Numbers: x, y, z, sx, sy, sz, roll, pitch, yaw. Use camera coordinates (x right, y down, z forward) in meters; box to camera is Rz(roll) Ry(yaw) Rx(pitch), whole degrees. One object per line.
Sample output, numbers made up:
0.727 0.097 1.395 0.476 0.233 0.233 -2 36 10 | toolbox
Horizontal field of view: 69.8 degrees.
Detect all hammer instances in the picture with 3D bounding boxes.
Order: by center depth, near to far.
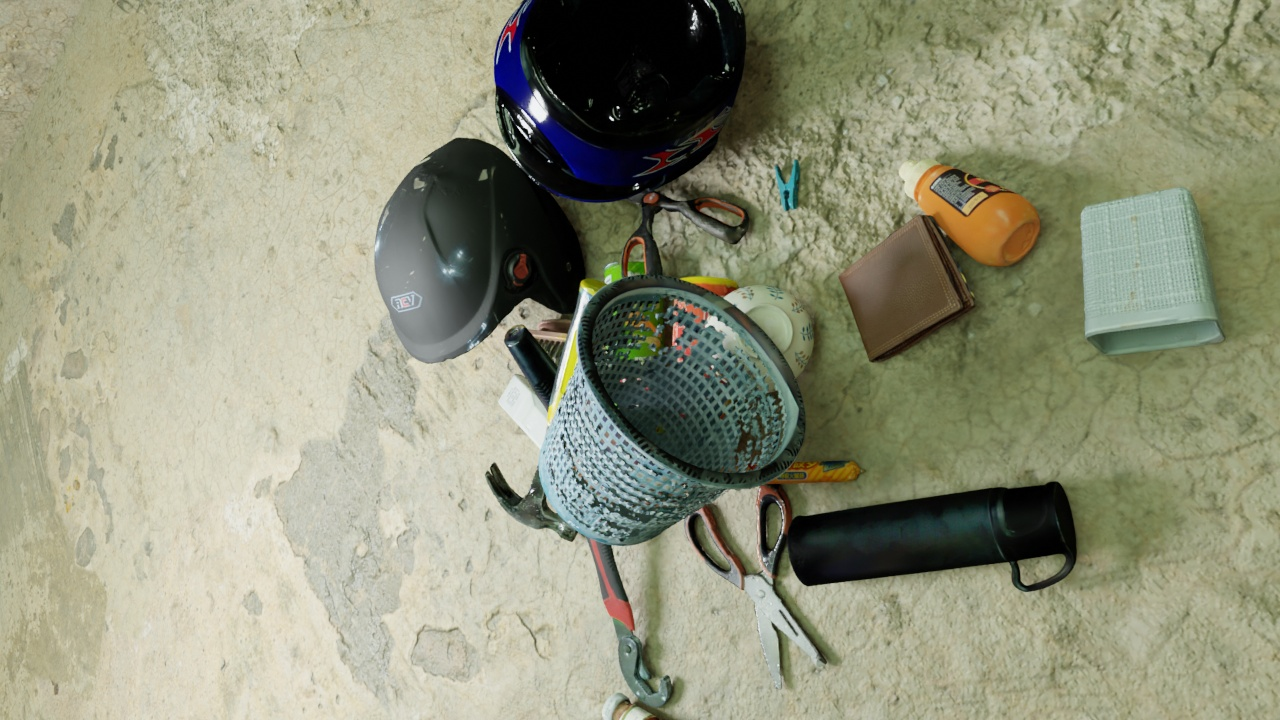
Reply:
-0.092 0.057 1.038 0.126 0.031 0.324 21 117 6 | hammer

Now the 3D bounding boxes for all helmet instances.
-0.040 -0.284 0.982 0.247 0.314 0.241 47 146 -5 | helmet
-0.215 -0.132 1.129 0.234 0.230 0.273 -4 41 37 | helmet

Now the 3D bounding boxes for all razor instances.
-0.104 0.030 1.080 0.062 0.167 0.067 -31 18 7 | razor

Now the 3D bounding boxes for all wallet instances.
0.248 -0.067 0.874 0.125 0.032 0.101 -40 61 48 | wallet

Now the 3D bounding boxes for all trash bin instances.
0.007 0.065 0.861 0.196 0.226 0.226 -52 54 43 | trash bin

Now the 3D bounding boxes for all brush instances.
-0.084 -0.015 1.119 0.146 0.063 0.072 5 56 36 | brush

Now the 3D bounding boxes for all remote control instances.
-0.133 0.071 1.162 0.125 0.024 0.049 42 108 34 | remote control

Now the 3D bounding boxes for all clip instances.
0.160 -0.188 0.988 0.038 0.013 0.055 -12 76 36 | clip

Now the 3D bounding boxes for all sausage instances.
0.139 0.113 0.918 0.165 0.021 0.021 -3 80 12 | sausage

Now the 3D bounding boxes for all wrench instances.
-0.029 0.252 1.024 0.056 0.016 0.273 -25 81 33 | wrench

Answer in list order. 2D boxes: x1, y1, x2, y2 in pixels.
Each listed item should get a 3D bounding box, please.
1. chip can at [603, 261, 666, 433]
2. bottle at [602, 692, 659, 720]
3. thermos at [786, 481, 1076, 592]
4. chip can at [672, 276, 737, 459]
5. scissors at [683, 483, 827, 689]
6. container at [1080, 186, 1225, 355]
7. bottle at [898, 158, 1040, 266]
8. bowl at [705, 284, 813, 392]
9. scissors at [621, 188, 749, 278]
-0.006 0.006 1.037 0.072 0.072 0.235 -13 71 35 | chip can
0.042 0.411 0.954 0.206 0.059 0.060 20 95 40 | bottle
0.256 0.168 0.823 0.243 0.068 0.090 -15 77 35 | thermos
0.067 0.020 0.988 0.073 0.073 0.216 -3 81 37 | chip can
0.119 0.219 0.952 0.189 0.015 0.226 8 87 38 | scissors
0.408 -0.070 0.736 0.090 0.090 0.111 -8 75 36 | container
0.296 -0.146 0.851 0.067 0.066 0.149 -55 48 17 | bottle
0.122 -0.025 0.927 0.113 0.062 0.113 0 83 2 | bowl
0.020 -0.168 1.048 0.221 0.022 0.228 12 61 24 | scissors
